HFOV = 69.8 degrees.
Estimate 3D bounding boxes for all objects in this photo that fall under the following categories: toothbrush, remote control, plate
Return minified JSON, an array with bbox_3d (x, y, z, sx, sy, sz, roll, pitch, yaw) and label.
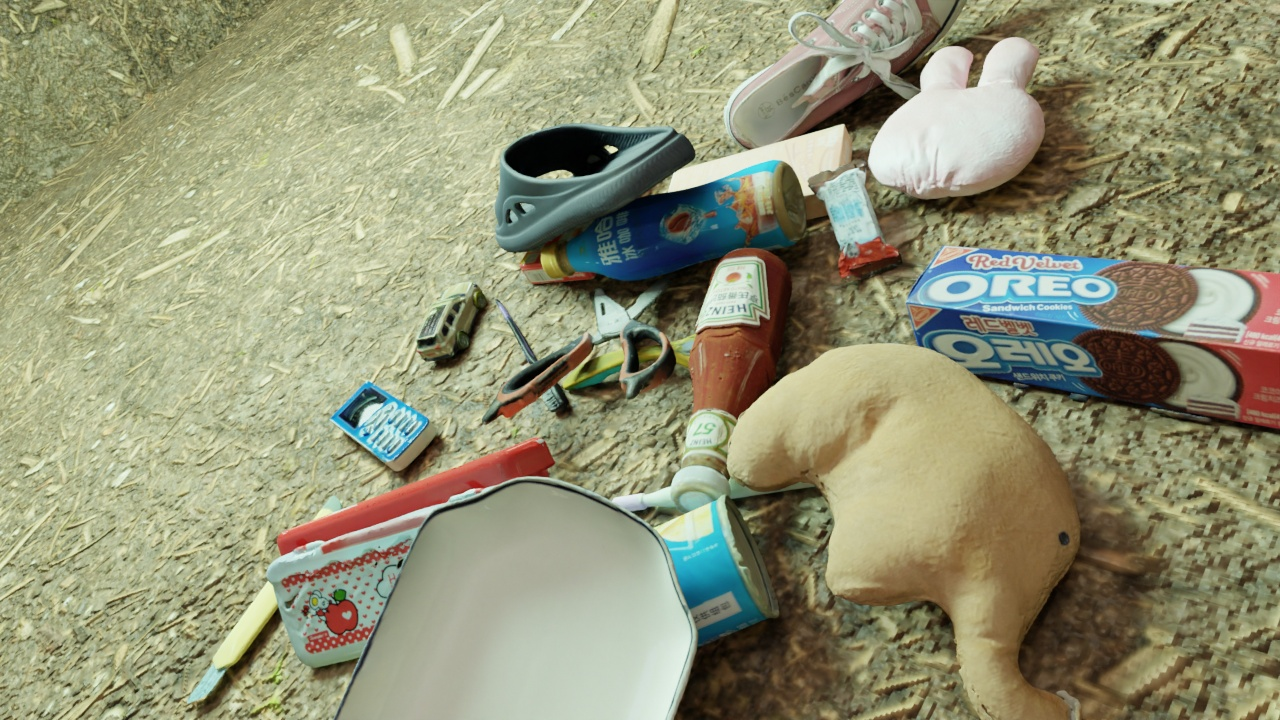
[{"bbox_3d":[-0.096,-0.008,0.762,0.017,0.014,0.189,-45,38,5],"label":"toothbrush"},{"bbox_3d":[-0.217,0.054,0.771,0.125,0.024,0.049,23,64,46],"label":"remote control"},{"bbox_3d":[0.033,0.080,0.572,0.190,0.029,0.020,-11,86,25],"label":"toothbrush"},{"bbox_3d":[-0.071,0.189,0.446,0.162,0.034,0.265,18,80,21],"label":"plate"}]

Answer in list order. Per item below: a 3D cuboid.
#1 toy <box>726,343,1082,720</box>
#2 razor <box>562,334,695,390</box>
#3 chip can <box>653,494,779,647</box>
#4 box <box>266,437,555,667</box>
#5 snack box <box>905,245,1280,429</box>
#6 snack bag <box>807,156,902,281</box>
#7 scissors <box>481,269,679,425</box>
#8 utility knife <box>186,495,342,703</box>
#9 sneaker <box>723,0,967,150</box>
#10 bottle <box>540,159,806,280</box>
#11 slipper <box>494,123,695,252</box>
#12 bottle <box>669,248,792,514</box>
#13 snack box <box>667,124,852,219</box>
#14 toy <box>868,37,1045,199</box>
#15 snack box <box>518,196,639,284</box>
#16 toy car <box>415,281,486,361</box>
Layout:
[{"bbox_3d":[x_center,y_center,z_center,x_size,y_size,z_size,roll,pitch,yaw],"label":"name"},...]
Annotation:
[{"bbox_3d":[0.147,0.073,0.454,0.143,0.082,0.226,-32,47,-9],"label":"toy"},{"bbox_3d":[-0.004,0.004,0.675,0.133,0.028,0.043,-12,46,28],"label":"razor"},{"bbox_3d":[-0.034,0.147,0.505,0.210,0.071,0.071,-26,39,9],"label":"chip can"},{"bbox_3d":[-0.147,0.132,0.629,0.201,0.100,0.094,-20,-1,18],"label":"box"},{"bbox_3d":[0.249,-0.016,0.491,0.208,0.058,0.057,13,54,43],"label":"snack box"},{"bbox_3d":[0.152,-0.103,0.659,0.045,0.026,0.105,-22,55,19],"label":"snack bag"},{"bbox_3d":[-0.022,-0.017,0.677,0.224,0.015,0.189,-41,27,-30],"label":"scissors"},{"bbox_3d":[-0.279,0.175,0.690,0.031,0.019,0.178,-1,42,40],"label":"utility knife"},{"bbox_3d":[0.178,-0.255,0.758,0.241,0.118,0.087,-36,20,7],"label":"sneaker"},{"bbox_3d":[0.018,-0.101,0.722,0.219,0.065,0.065,-10,44,29],"label":"bottle"},{"bbox_3d":[-0.054,-0.156,0.740,0.110,0.083,0.269,-39,17,-23],"label":"slipper"},{"bbox_3d":[0.056,0.009,0.587,0.060,0.060,0.205,-9,40,28],"label":"bottle"},{"bbox_3d":[0.094,-0.142,0.758,0.158,0.026,0.084,-9,45,28],"label":"snack box"},{"bbox_3d":[0.236,-0.178,0.672,0.121,0.054,0.159,7,56,37],"label":"toy"},{"bbox_3d":[-0.048,-0.134,0.851,0.075,0.025,0.152,-1,48,34],"label":"snack box"},{"bbox_3d":[-0.172,-0.039,0.832,0.042,0.035,0.090,-10,42,26],"label":"toy car"}]
